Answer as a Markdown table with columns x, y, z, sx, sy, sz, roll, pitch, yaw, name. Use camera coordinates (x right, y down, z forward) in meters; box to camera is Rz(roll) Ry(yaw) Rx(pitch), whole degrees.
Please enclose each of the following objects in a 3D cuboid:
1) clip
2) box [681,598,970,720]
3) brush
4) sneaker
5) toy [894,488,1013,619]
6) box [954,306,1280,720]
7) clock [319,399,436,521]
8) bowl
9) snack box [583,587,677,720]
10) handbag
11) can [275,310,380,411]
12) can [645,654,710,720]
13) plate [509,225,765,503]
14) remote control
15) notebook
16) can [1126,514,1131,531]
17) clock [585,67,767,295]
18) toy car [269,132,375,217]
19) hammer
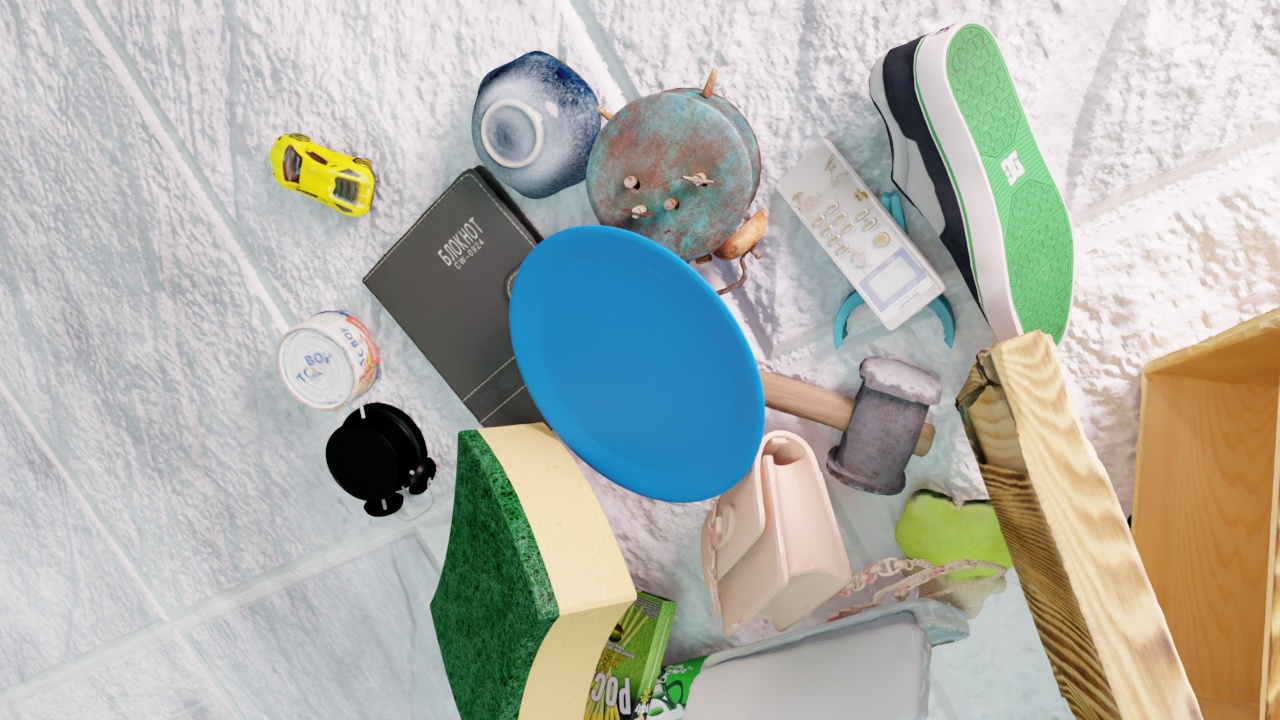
| x | y | z | sx | sy | sz | roll | pitch | yaw | name |
| --- | --- | --- | --- | --- | --- | --- | --- | --- | --- |
| 0.174 | -0.048 | 0.669 | 0.119 | 0.033 | 0.121 | -36 | 96 | 31 | clip |
| 0.133 | 0.236 | 0.695 | 0.211 | 0.185 | 0.084 | -27 | 80 | 33 | box |
| -0.101 | 0.199 | 0.756 | 0.195 | 0.075 | 0.251 | 55 | 139 | 44 | brush |
| 0.219 | -0.103 | 0.611 | 0.079 | 0.084 | 0.235 | 4 | 126 | 56 | sneaker |
| 0.243 | 0.152 | 0.711 | 0.092 | 0.046 | 0.115 | 5 | 119 | 19 | toy |
| 0.286 | 0.115 | 0.508 | 0.221 | 0.279 | 0.258 | 3 | 85 | 16 | box |
| -0.242 | 0.098 | 0.863 | 0.091 | 0.042 | 0.120 | -33 | 97 | 27 | clock |
| -0.087 | -0.174 | 0.695 | 0.110 | 0.055 | 0.110 | 7 | 112 | 16 | bowl |
| -0.026 | 0.274 | 0.809 | 0.080 | 0.025 | 0.147 | 10 | 81 | 35 | snack box |
| 0.145 | 0.140 | 0.717 | 0.187 | 0.116 | 0.199 | 0 | 150 | -13 | handbag |
| -0.286 | 0.001 | 0.841 | 0.086 | 0.043 | 0.086 | 6 | 112 | 15 | can |
| 0.032 | 0.320 | 0.827 | 0.140 | 0.087 | 0.088 | -23 | 101 | 26 | can |
| -0.004 | 0.004 | 0.674 | 0.224 | 0.024 | 0.225 | 21 | 129 | 28 | plate |
| 0.153 | -0.088 | 0.643 | 0.050 | 0.011 | 0.136 | -44 | 76 | 36 | remote control |
| -0.121 | -0.037 | 0.777 | 0.170 | 0.029 | 0.209 | -38 | 96 | 27 | notebook |
| 0.417 | 0.134 | 0.636 | 0.138 | 0.053 | 0.054 | 2 | 111 | 19 | can |
| 0.030 | -0.117 | 0.666 | 0.121 | 0.073 | 0.158 | -12 | 107 | 23 | clock |
| -0.273 | -0.158 | 0.782 | 0.107 | 0.030 | 0.049 | 23 | 117 | 12 | toy car |
| 0.062 | 0.011 | 0.708 | 0.328 | 0.052 | 0.098 | 18 | 115 | 9 | hammer |
